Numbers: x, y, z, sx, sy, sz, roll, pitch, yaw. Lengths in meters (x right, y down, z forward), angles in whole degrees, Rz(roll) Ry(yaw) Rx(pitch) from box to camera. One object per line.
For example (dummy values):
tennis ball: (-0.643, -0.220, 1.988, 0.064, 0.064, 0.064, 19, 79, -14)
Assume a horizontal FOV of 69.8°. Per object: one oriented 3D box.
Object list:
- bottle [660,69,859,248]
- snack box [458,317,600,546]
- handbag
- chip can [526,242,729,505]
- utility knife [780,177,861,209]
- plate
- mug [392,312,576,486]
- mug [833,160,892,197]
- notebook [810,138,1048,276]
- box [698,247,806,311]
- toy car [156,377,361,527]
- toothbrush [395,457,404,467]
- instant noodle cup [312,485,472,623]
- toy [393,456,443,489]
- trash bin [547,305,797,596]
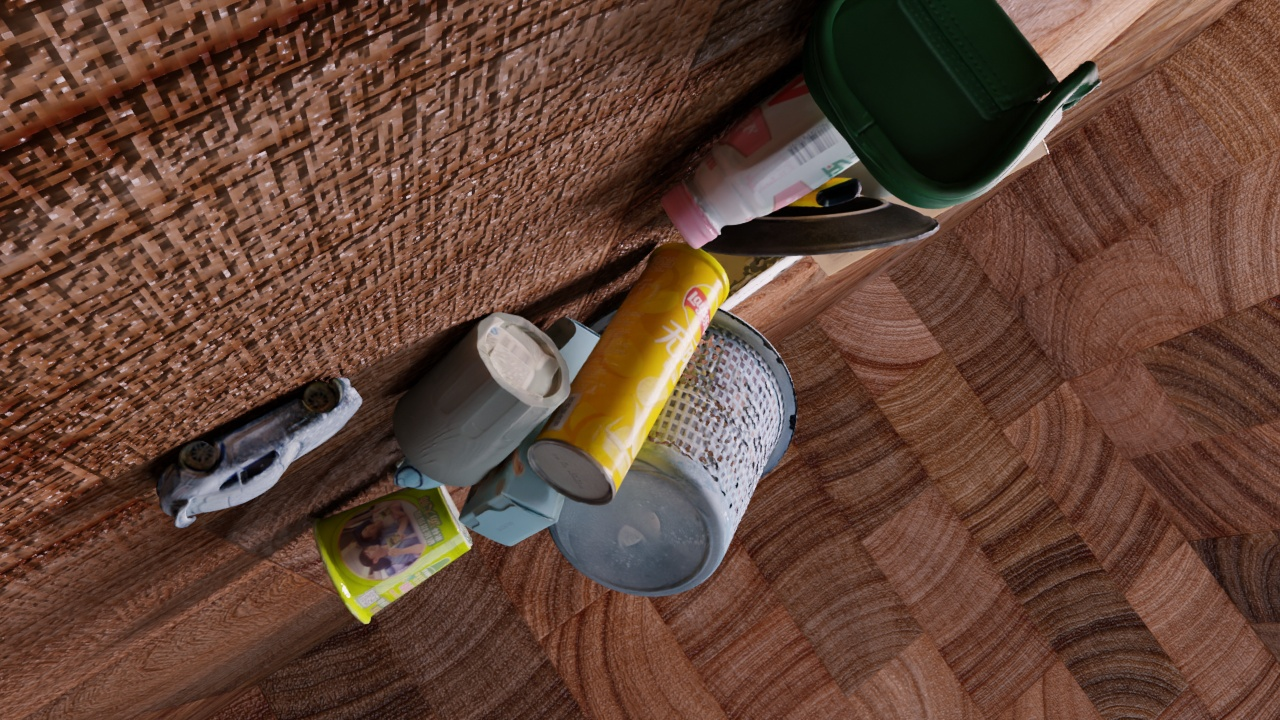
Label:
bottle: (0.102, -0.139, 0.554, 0.197, 0.068, 0.068, -35, 173, 13)
snack box: (-0.080, 0.054, 0.723, 0.074, 0.051, 0.174, -36, -150, 47)
handbag: (0.154, -0.151, 0.472, 0.120, 0.131, 0.068, -40, -178, 9)
chip can: (-0.004, 0.004, 0.691, 0.212, 0.072, 0.072, -59, -171, -35)
utility knife: (0.102, -0.116, 0.647, 0.033, 0.015, 0.215, -19, -167, -8)
plate: (0.127, -0.104, 0.677, 0.179, 0.024, 0.179, -6, -164, 2)
mug: (-0.103, 0.019, 0.656, 0.104, 0.083, 0.123, -41, -177, 32)
mug: (0.195, -0.171, 0.634, 0.111, 0.082, 0.106, 6, 160, -14)
notebook: (0.216, -0.157, 0.757, 0.212, 0.012, 0.149, -30, 141, 22)
box: (0.086, -0.088, 0.873, 0.184, 0.061, 0.089, -34, 173, 9)
toy car: (-0.213, 0.051, 0.520, 0.120, 0.037, 0.054, -34, 173, -29)
toothbrush: (-0.207, 0.103, 0.931, 0.026, 0.027, 0.224, -52, 173, -2)
instant noodle cup: (-0.233, 0.175, 0.886, 0.123, 0.111, 0.112, -27, 172, -10)
toy: (-0.137, 0.060, 0.790, 0.161, 0.050, 0.156, -44, 150, -10)
trash bin: (0.015, 0.086, 0.801, 0.227, 0.226, 0.194, -38, -166, 30)
